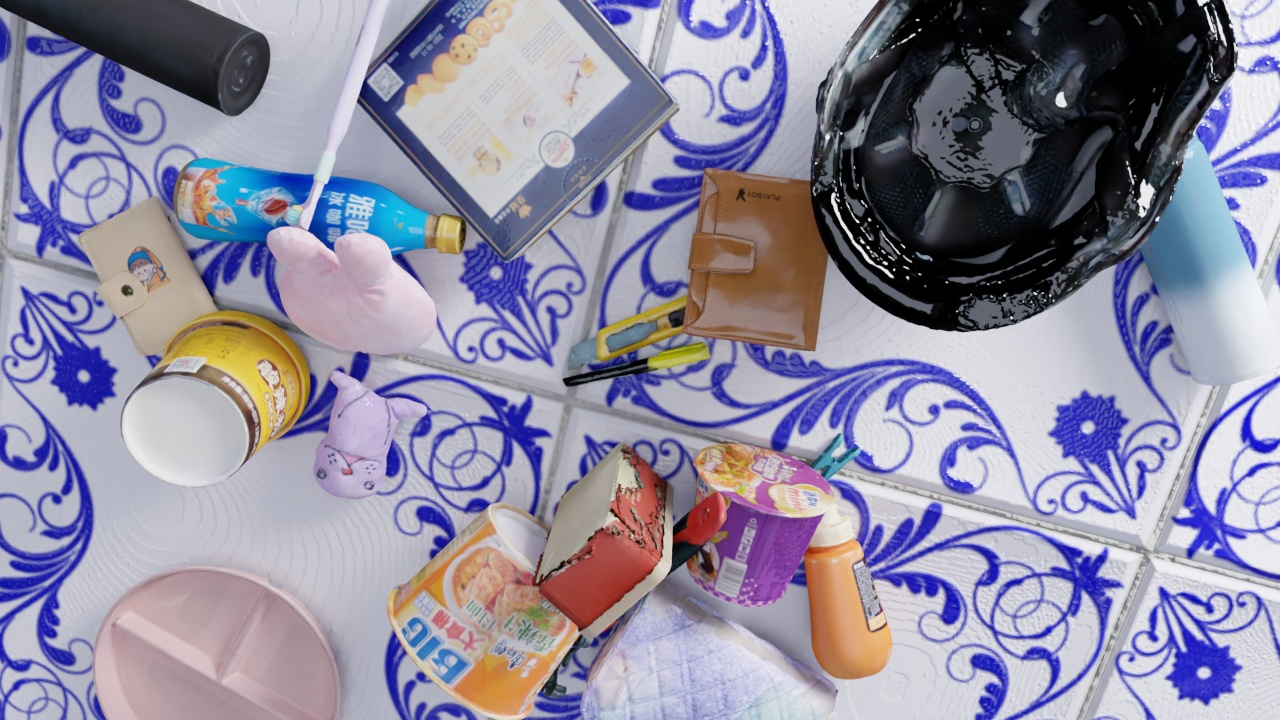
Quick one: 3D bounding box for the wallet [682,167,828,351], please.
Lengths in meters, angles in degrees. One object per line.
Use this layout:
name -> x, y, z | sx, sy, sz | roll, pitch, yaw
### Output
wallet -> 0.092, -0.078, 0.713 | 0.108, 0.031, 0.132 | 8, 91, 1

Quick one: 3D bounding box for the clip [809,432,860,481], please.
clip -> 0.156, 0.087, 0.762 | 0.047, 0.014, 0.057 | 43, 102, -7

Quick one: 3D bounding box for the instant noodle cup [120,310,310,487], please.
instant noodle cup -> -0.337, 0.033, 0.725 | 0.118, 0.114, 0.118 | -1, 110, -2

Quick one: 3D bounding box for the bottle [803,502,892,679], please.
bottle -> 0.165, 0.184, 0.762 | 0.067, 0.066, 0.149 | -12, 93, 6

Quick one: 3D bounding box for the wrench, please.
wrench -> -0.012, 0.191, 0.741 | 0.016, 0.056, 0.274 | 23, 125, -23

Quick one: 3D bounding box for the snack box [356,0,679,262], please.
snack box -> -0.096, -0.201, 0.701 | 0.178, 0.045, 0.182 | -41, 96, 11

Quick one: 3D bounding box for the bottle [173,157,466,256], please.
bottle -> -0.247, -0.113, 0.722 | 0.219, 0.065, 0.065 | 9, 102, 1

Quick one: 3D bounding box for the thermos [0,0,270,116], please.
thermos -> -0.406, -0.278, 0.694 | 0.242, 0.068, 0.090 | 26, 107, -2

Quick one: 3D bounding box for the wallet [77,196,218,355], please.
wallet -> -0.412, -0.067, 0.765 | 0.087, 0.024, 0.115 | -23, 101, 10

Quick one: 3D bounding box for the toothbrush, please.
toothbrush -> -0.222, -0.187, 0.678 | 0.029, 0.021, 0.189 | 20, 90, 44

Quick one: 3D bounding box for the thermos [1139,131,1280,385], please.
thermos -> 0.404, -0.089, 0.681 | 0.070, 0.070, 0.220 | -27, 99, 9

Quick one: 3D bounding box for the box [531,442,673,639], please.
box -> -0.029, 0.125, 0.704 | 0.091, 0.168, 0.075 | -43, 99, 11

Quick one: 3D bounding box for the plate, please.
plate -> -0.382, 0.290, 0.838 | 0.229, 0.028, 0.229 | 1, 103, 3

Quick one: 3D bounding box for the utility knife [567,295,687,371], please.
utility knife -> 0.021, -0.029, 0.745 | 0.181, 0.015, 0.033 | -21, 96, 8

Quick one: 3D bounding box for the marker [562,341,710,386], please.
marker -> -0.004, 0.004, 0.754 | 0.124, 0.018, 0.015 | -12, 99, 8

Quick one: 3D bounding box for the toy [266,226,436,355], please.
toy -> -0.220, -0.053, 0.701 | 0.121, 0.160, 0.054 | 6, 63, -2

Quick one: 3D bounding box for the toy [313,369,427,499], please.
toy -> -0.235, 0.069, 0.774 | 0.084, 0.039, 0.108 | 21, 102, -10

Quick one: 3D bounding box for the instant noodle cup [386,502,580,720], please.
instant noodle cup -> -0.110, 0.195, 0.743 | 0.151, 0.151, 0.111 | 41, 93, -5

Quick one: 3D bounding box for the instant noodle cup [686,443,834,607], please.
instant noodle cup -> 0.088, 0.134, 0.736 | 0.111, 0.111, 0.099 | 13, 112, 1

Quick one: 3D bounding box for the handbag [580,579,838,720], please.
handbag -> 0.053, 0.283, 0.782 | 0.194, 0.075, 0.134 | 33, 98, -5

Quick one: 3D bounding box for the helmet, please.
helmet -> 0.241, -0.167, 0.630 | 0.230, 0.156, 0.275 | 26, 113, 5
